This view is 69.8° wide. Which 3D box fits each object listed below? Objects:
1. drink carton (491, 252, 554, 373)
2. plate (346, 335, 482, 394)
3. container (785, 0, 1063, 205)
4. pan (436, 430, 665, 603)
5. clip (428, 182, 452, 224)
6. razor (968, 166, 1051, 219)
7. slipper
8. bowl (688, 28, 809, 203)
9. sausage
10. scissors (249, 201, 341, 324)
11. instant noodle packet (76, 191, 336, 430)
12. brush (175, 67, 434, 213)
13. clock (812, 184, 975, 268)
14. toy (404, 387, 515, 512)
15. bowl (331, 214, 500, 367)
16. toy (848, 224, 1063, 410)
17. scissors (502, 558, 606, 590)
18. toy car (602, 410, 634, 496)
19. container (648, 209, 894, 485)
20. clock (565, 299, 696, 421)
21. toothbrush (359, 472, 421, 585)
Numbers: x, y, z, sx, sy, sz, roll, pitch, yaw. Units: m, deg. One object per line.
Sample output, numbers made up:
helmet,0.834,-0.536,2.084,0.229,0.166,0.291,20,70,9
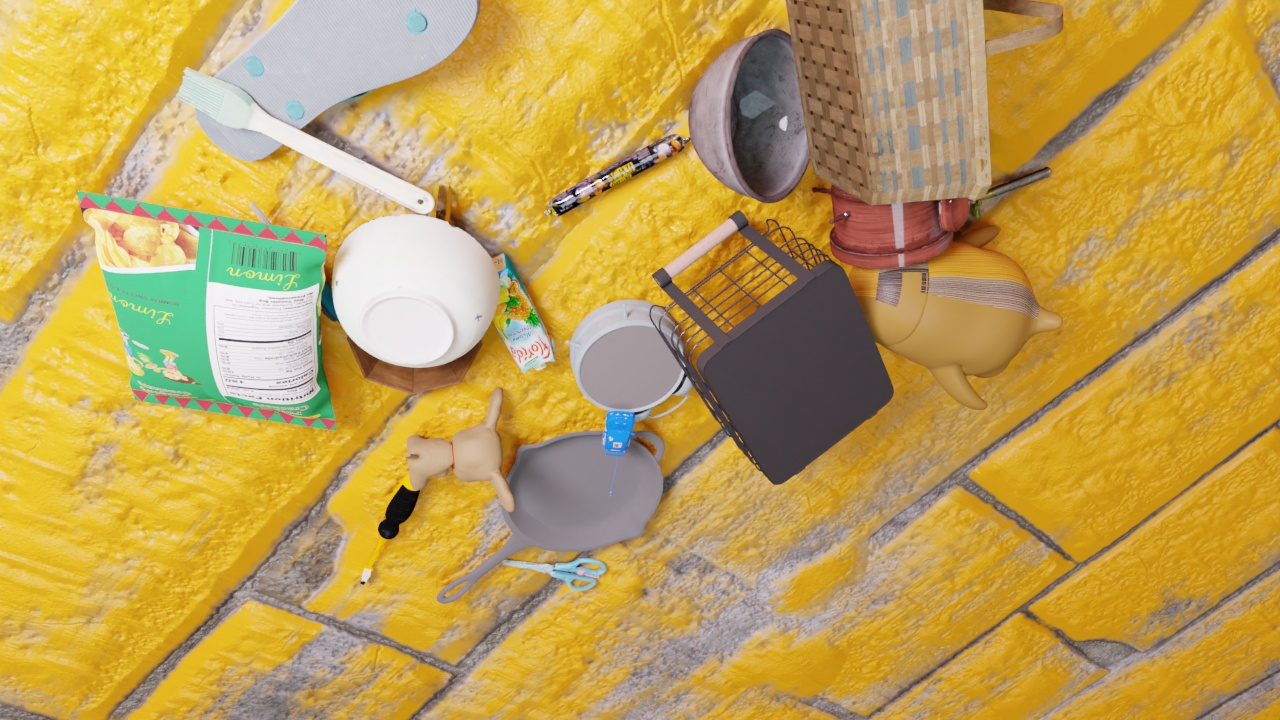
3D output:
drink carton,-0.126,-0.045,0.924,0.044,0.038,0.129,-22,127,3
plate,-0.226,-0.025,0.923,0.131,0.025,0.131,-6,127,-9
container,0.237,-0.266,0.762,0.186,0.157,0.250,-21,120,-8
pan,-0.117,0.190,1.107,0.355,0.024,0.216,-38,125,14
clip,-0.192,-0.131,0.848,0.039,0.052,0.047,5,153,-16
razor,0.379,-0.179,0.952,0.106,0.042,0.026,-21,126,-9
slipper,-0.250,-0.255,0.742,0.269,0.054,0.098,-23,126,18
bowl,0.091,-0.214,0.811,0.144,0.067,0.145,-16,111,-48
sausage,-0.024,-0.175,0.865,0.155,0.020,0.020,-27,127,7
scissors,-0.308,-0.083,0.846,0.137,0.130,0.019,42,67,0
instant noodle packet,-0.379,-0.032,0.831,0.195,0.090,0.253,9,135,-7
brush,-0.273,-0.177,0.765,0.217,0.012,0.033,26,127,-18
clock,0.255,-0.151,0.888,0.158,0.120,0.072,-12,120,5
toy,-0.196,0.102,0.986,0.108,0.134,0.106,-6,169,-10
bowl,-0.206,-0.050,0.831,0.153,0.072,0.154,-2,133,-2
toy,0.300,-0.057,0.950,0.203,0.163,0.198,9,85,-25
scissors,-0.114,0.269,1.178,0.138,0.015,0.063,14,125,-15
toy car,-0.026,0.101,1.003,0.033,0.061,0.092,4,149,-5
container,0.131,-0.011,0.928,0.163,0.130,0.241,-37,131,-3
clock,-0.006,0.006,0.986,0.123,0.045,0.159,-32,125,12
toothbrush,-0.294,0.196,1.070,0.031,0.030,0.197,19,123,-21
